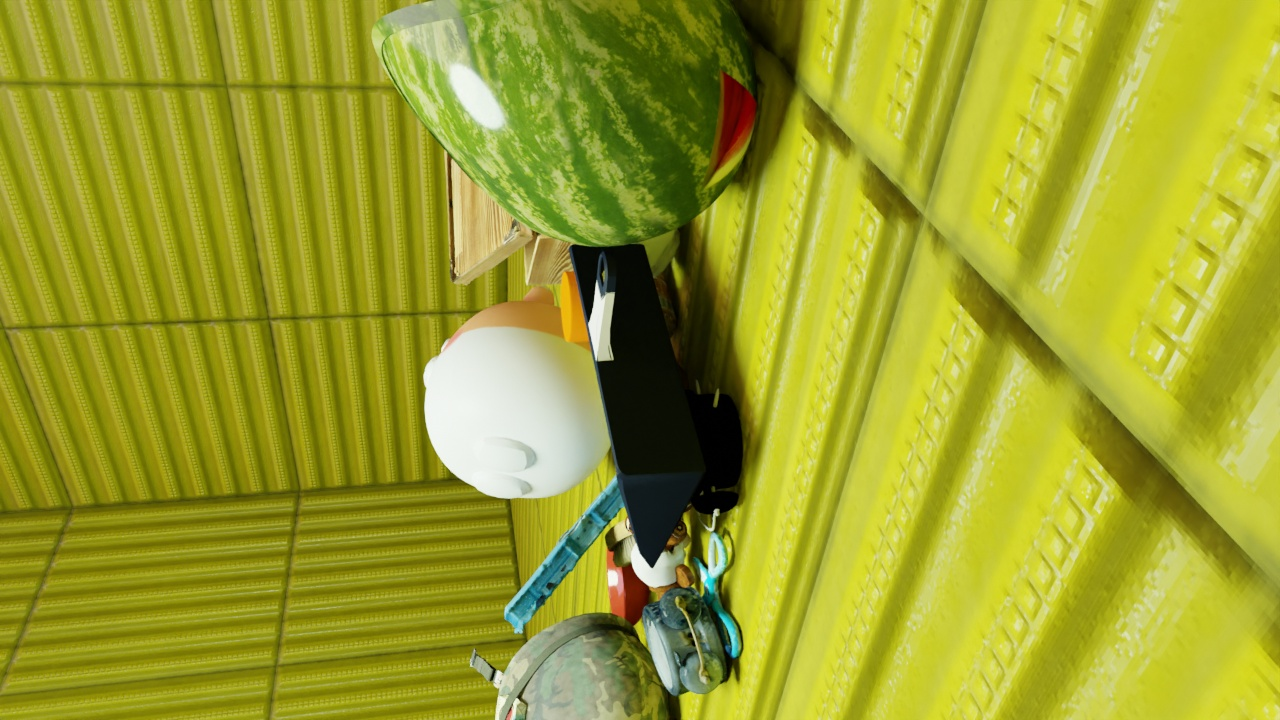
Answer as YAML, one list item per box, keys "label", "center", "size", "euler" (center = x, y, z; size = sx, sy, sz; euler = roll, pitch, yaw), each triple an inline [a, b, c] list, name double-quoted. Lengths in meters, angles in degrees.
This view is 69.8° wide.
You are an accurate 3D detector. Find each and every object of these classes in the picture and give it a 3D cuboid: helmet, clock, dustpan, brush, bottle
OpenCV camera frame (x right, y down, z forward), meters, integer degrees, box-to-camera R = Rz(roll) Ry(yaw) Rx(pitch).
- label: "helmet"
  center: [-0.074, 0.400, 1.054]
  size: [0.224, 0.192, 0.236]
  euler: [-62, 33, 10]
- label: "clock"
  center: [0.041, 0.246, 0.804]
  size: [0.130, 0.052, 0.090]
  euler: [113, 139, -67]
- label: "clock"
  center: [0.052, 0.080, 0.763]
  size: [0.091, 0.042, 0.121]
  euler: [-158, 66, -77]
- label: "dustpan"
  center: [-0.019, 0.010, 0.760]
  size: [0.274, 0.080, 0.236]
  euler: [110, 153, -49]
- label: "brush"
  center: [-0.001, 0.195, 1.004]
  size: [0.196, 0.059, 0.043]
  euler: [125, 128, -66]
- label: "helmet"
  center: [-0.033, -0.195, 0.660]
  size: [0.212, 0.244, 0.247]
  euler: [-57, -39, -23]
- label: "bottle"
  center: [-0.005, -0.089, 0.955]
  size: [0.059, 0.059, 0.167]
  euler: [101, 162, -49]

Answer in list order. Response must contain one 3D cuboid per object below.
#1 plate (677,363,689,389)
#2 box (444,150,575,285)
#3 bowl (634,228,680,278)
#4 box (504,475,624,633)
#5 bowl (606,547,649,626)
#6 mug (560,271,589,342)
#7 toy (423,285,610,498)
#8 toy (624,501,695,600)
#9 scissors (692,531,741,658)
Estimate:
- label: "plate"
  center: [0.027, 0.053, 0.915]
  size: [0.131, 0.025, 0.131]
  euler: [176, 91, -78]
- label: "box"
  center: [-0.183, -0.278, 1.389]
  size: [0.259, 0.220, 0.279]
  euler: [136, 132, -72]
- label: "bowl"
  center: [-0.002, -0.117, 0.882]
  size: [0.118, 0.061, 0.117]
  euler: [-45, 26, 29]
- label: "box"
  center: [-0.070, 0.212, 1.046]
  size: [0.231, 0.033, 0.175]
  euler: [-49, -8, -22]
- label: "bowl"
  center: [-0.015, 0.273, 1.139]
  size: [0.122, 0.035, 0.122]
  euler: [176, 91, -78]
- label: "mug"
  center: [-0.039, -0.063, 1.030]
  size: [0.112, 0.096, 0.077]
  euler: [-148, 56, -76]
- label: "toy"
  center: [-0.160, 0.043, 1.240]
  size: [0.263, 0.265, 0.280]
  euler: [105, 174, -50]
- label: "toy"
  center: [0.020, 0.174, 0.875]
  size: [0.087, 0.067, 0.112]
  euler: [-3, 106, 58]
- label: "scissors"
  center: [0.066, 0.213, 0.808]
  size: [0.138, 0.012, 0.127]
  euler: [106, 155, -57]
